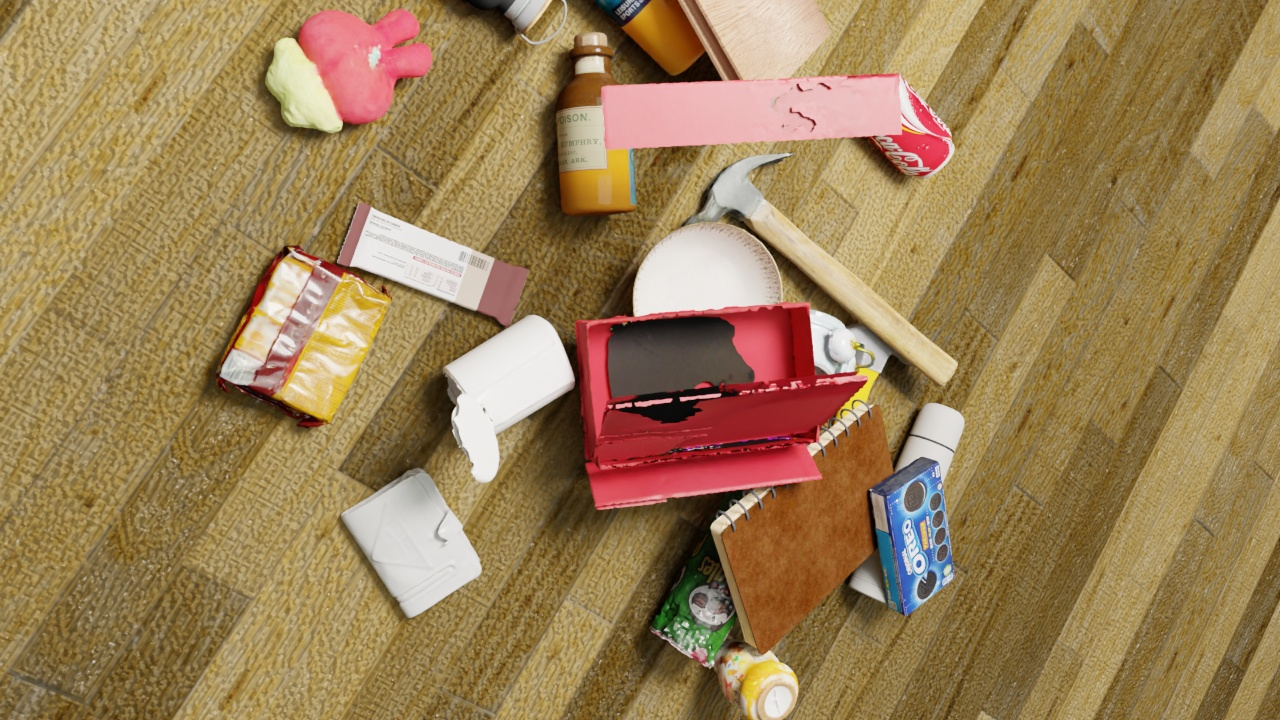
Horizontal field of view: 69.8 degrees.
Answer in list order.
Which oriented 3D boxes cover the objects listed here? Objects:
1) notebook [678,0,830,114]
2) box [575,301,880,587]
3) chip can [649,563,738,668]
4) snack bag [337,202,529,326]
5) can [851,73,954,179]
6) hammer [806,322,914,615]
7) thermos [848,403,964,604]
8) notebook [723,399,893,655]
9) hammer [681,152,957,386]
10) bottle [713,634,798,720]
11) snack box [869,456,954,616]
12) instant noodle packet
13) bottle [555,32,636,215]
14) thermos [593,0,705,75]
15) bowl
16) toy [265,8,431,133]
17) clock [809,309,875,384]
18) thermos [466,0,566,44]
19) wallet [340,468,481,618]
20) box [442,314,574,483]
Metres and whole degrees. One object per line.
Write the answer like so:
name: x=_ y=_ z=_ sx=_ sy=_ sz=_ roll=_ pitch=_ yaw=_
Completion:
notebook: x=0.097 y=-0.339 z=0.840 sx=0.169 sy=0.022 sz=0.209 roll=57 pitch=43 yaw=-18
box: x=0.082 y=0.191 z=0.755 sx=0.215 sy=0.141 sz=0.510 roll=-5 pitch=77 yaw=-13
chip can: x=0.095 y=0.187 z=0.911 sx=0.075 sy=0.075 sz=0.223 roll=34 pitch=80 yaw=-23
snack bag: x=-0.177 y=-0.081 z=0.799 sx=0.157 sy=0.013 sz=0.057 roll=20 pitch=84 yaw=-24
can: x=0.275 y=-0.243 z=0.958 sx=0.104 sy=0.064 sz=0.064 roll=38 pitch=79 yaw=-22
hammer: x=0.206 y=0.114 z=0.981 sx=0.127 sy=0.029 sz=0.323 roll=19 pitch=88 yaw=-24
thermos: x=0.295 y=0.155 z=1.009 sx=0.052 sy=0.052 sz=0.224 roll=26 pitch=84 yaw=-24
notebook: x=0.169 y=0.157 z=0.897 sx=0.225 sy=0.024 sz=0.167 roll=-34 pitch=120 yaw=-27
hammer: x=0.202 y=-0.083 z=0.939 sx=0.330 sy=0.033 sz=0.132 roll=37 pitch=76 yaw=-15
bottle: x=0.106 y=0.309 z=0.906 sx=0.063 sy=0.109 sz=0.063 roll=-6 pitch=104 yaw=-24
snack box: x=0.284 y=0.183 z=0.955 sx=0.082 sy=0.027 sz=0.150 roll=-28 pitch=114 yaw=-28
instant noodle packet: x=-0.274 y=-0.018 z=0.748 sx=0.098 sy=0.040 sz=0.135 roll=28 pitch=81 yaw=-23
bottle: x=-0.041 y=-0.210 z=0.819 sx=0.067 sy=0.068 sz=0.157 roll=-5 pitch=97 yaw=-24
thermos: x=-0.024 y=-0.362 z=0.801 sx=0.232 sy=0.092 sz=0.076 roll=39 pitch=38 yaw=-22
bowl: x=0.056 y=-0.060 z=0.871 sx=0.145 sy=0.063 sz=0.145 roll=-2 pitch=100 yaw=-14
toy: x=-0.235 y=-0.238 z=0.742 sx=0.135 sy=0.045 sz=0.091 roll=-33 pitch=104 yaw=-13
clock: x=0.173 y=-0.012 z=0.908 sx=0.118 sy=0.083 sz=0.057 roll=9 pitch=69 yaw=17
thermos: x=-0.158 y=-0.350 z=0.757 sx=0.231 sy=0.061 sz=0.061 roll=36 pitch=80 yaw=-22
wallet: x=-0.196 y=0.160 z=0.802 sx=0.086 sy=0.032 sz=0.116 roll=-36 pitch=108 yaw=-15
box: x=-0.111 y=0.029 z=0.769 sx=0.137 sy=0.143 sz=0.083 roll=-32 pitch=122 yaw=-16
